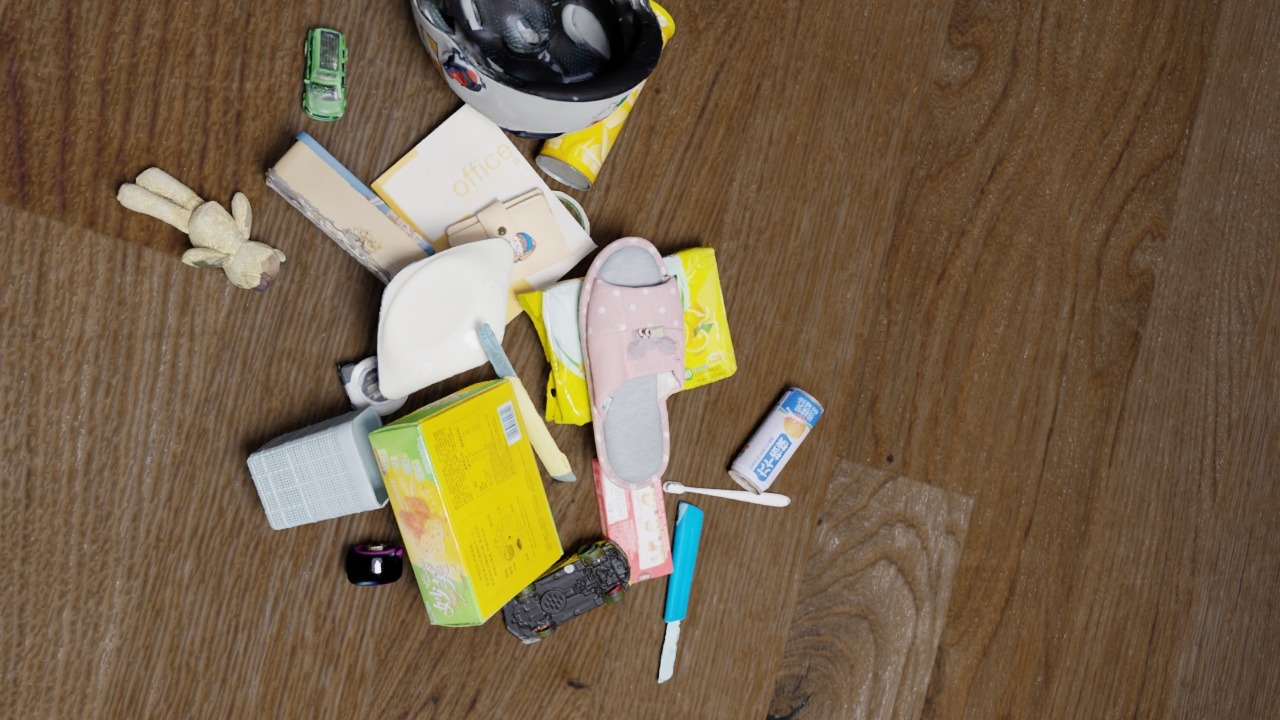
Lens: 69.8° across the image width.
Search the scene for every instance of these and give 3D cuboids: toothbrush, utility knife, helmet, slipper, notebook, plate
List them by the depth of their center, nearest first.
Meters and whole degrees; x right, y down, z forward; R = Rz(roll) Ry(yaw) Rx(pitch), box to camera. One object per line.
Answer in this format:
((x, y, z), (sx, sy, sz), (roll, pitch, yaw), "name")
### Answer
((-0.116, -0.326, 0.925), (0.229, 0.157, 0.274), (-35, 81, -27), "helmet")
((-0.204, -0.049, 0.931), (0.163, 0.034, 0.164), (-25, 141, -42), "plate")
((-0.006, 0.006, 0.982), (0.114, 0.054, 0.274), (-3, 97, -24), "slipper")
((-0.165, -0.156, 0.991), (0.146, 0.010, 0.206), (-41, 107, -3), "notebook")
((-0.126, 0.052, 1.004), (0.031, 0.022, 0.216), (-18, 121, 15), "utility knife")
((0.045, 0.281, 1.109), (0.034, 0.018, 0.218), (11, 87, -25), "utility knife")
((0.110, 0.166, 1.134), (0.180, 0.016, 0.016), (10, 90, -23), "toothbrush")

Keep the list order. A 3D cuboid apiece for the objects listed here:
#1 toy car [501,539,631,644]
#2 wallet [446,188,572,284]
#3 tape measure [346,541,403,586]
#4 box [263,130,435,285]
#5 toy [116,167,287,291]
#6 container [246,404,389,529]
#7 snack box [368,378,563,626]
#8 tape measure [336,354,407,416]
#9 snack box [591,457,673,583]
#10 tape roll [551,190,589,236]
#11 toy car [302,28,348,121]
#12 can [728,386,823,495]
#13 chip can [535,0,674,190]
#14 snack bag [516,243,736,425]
((-0.084, 0.258, 1.036), (0.156, 0.041, 0.071), (-28, 102, -2), "toy car")
((-0.142, -0.128, 0.984), (0.115, 0.024, 0.087), (-26, 105, -6), "wallet")
((-0.274, 0.208, 0.948), (0.057, 0.058, 0.039), (-1, 92, -21), "tape measure")
((-0.292, -0.148, 0.908), (0.062, 0.090, 0.184), (-49, 112, -10), "box")
((-0.417, -0.124, 0.876), (0.157, 0.066, 0.104), (36, 36, -17), "toy")
((-0.310, 0.107, 0.898), (0.111, 0.090, 0.090), (-16, 100, 1), "container")
((-0.173, 0.141, 0.940), (0.157, 0.070, 0.210), (-31, 108, -59), "snack box")
((-0.274, 0.025, 0.954), (0.065, 0.034, 0.066), (-20, 97, -20), "tape measure")
((-0.009, 0.183, 1.078), (0.075, 0.025, 0.153), (-10, 96, -23), "snack box")
((-0.100, -0.147, 1.031), (0.085, 0.014, 0.086), (-1, 93, -23), "tape roll")
((-0.317, -0.288, 0.922), (0.043, 0.036, 0.091), (1, 96, -25), "toy car")
((0.167, 0.100, 1.135), (0.053, 0.053, 0.134), (43, 76, -19), "can")
((-0.039, -0.298, 1.021), (0.072, 0.072, 0.213), (30, 82, -22), "chip can")
((-0.008, -0.031, 1.045), (0.246, 0.068, 0.158), (-17, 101, -23), "snack bag")
